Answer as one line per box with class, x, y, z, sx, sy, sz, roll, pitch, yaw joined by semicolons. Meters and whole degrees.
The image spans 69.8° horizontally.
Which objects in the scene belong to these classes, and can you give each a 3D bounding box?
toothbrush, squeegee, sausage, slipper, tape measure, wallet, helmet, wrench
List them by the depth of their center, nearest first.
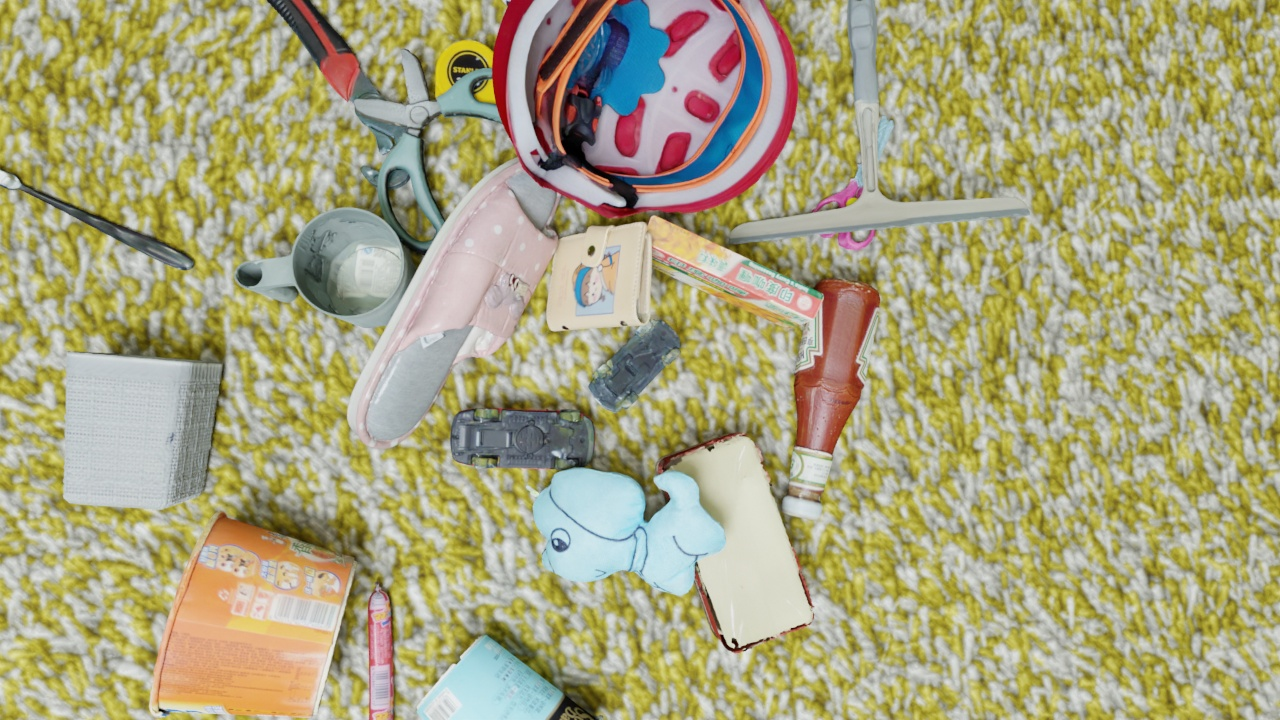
helmet;-0.006;-0.226;0.713;0.239;0.144;0.207;14;114;-38
slipper;-0.139;-0.043;0.742;0.054;0.114;0.274;31;85;24
sausage;-0.214;0.260;0.756;0.020;0.020;0.156;-1;87;-6
wallet;-0.034;-0.069;0.756;0.024;0.115;0.087;5;86;-41
toothbrush;-0.455;-0.117;0.759;0.181;0.018;0.015;26;81;-5
wrench;-0.275;-0.268;0.786;0.056;0.016;0.273;-33;91;-7
tape measure;-0.146;-0.244;0.788;0.060;0.029;0.057;2;105;-7
squeegee;0.201;-0.224;0.817;0.247;0.039;0.246;-4;76;16

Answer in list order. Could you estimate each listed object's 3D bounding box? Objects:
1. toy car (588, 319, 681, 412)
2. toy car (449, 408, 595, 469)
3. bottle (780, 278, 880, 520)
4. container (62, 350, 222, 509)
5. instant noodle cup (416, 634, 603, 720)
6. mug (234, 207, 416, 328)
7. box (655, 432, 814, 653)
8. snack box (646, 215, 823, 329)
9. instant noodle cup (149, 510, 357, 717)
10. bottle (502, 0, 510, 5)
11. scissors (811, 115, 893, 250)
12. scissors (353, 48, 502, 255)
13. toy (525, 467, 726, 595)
toy car;-0.005;0.005;0.787;0.043;0.034;0.090;43;81;1
toy car;-0.098;0.065;0.768;0.120;0.045;0.053;4;88;-12
bottle;0.158;0.034;0.790;0.060;0.060;0.206;13;86;-5
container;-0.390;0.054;0.719;0.090;0.090;0.114;5;89;-5
instant noodle cup;-0.109;0.286;0.729;0.120;0.111;0.111;42;83;7
mug;-0.243;-0.068;0.732;0.124;0.103;0.083;-7;87;-5
box;0.080;0.148;0.763;0.091;0.079;0.168;-19;89;-6
snack box;0.071;-0.072;0.777;0.156;0.077;0.027;24;84;-4
instant noodle cup;-0.285;0.199;0.695;0.111;0.151;0.151;15;85;-13
bottle;-0.020;-0.297;0.790;0.197;0.068;0.068;25;84;-8
scissors;0.197;-0.165;0.829;0.063;0.017;0.135;20;80;8
scissors;-0.154;-0.173;0.776;0.173;0.019;0.170;1;100;-8
toy;-0.021;0.134;0.738;0.156;0.049;0.162;39;119;11
